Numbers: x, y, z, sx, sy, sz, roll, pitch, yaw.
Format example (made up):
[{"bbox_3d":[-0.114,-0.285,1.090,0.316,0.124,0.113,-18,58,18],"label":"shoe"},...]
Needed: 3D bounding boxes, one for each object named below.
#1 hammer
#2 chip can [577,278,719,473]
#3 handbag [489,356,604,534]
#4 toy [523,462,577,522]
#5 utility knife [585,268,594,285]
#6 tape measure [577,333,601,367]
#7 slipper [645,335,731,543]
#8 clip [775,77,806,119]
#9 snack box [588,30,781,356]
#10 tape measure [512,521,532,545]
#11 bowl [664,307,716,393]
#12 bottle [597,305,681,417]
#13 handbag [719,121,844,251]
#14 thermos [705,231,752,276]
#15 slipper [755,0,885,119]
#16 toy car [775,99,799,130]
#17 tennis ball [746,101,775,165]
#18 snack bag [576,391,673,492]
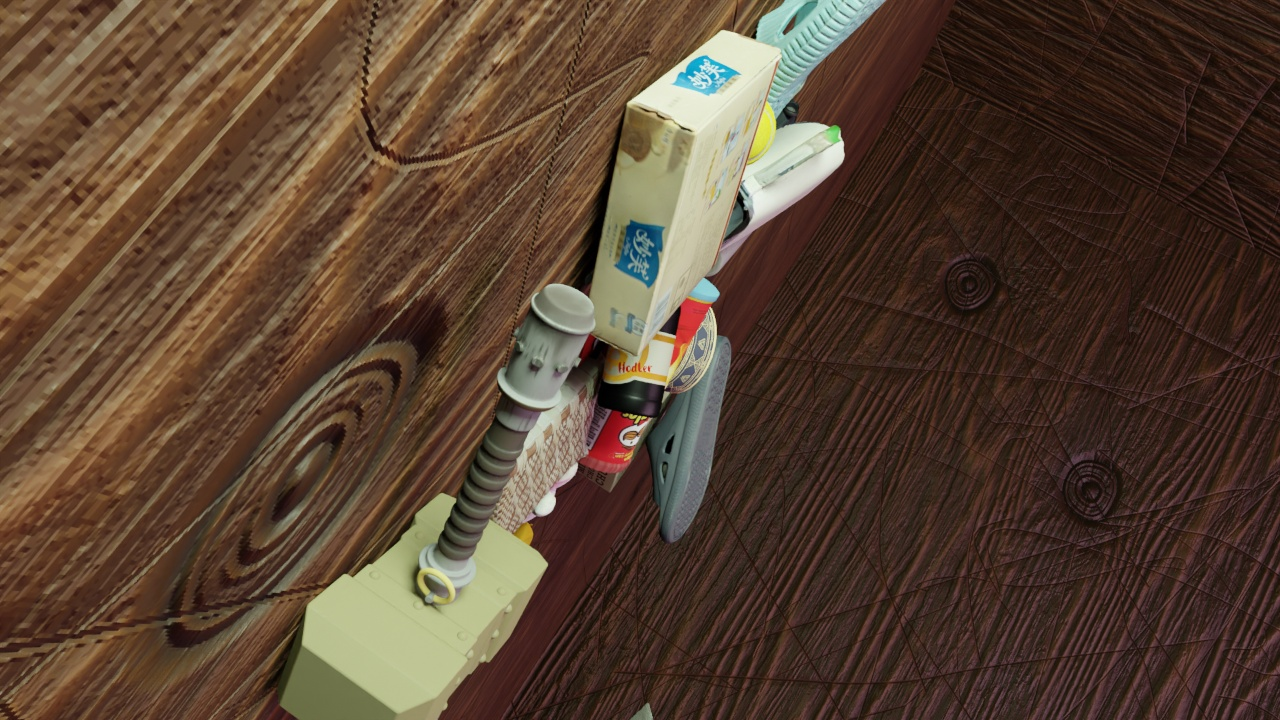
[{"bbox_3d":[-0.107,0.092,0.599,0.326,0.101,0.189,-62,171,28],"label":"hammer"},{"bbox_3d":[-0.006,0.005,0.937,0.214,0.087,0.086,-62,171,19],"label":"chip can"},{"bbox_3d":[-0.097,0.083,0.826,0.185,0.047,0.124,-48,159,-52],"label":"handbag"},{"bbox_3d":[-0.113,0.143,0.949,0.075,0.037,0.126,-47,-173,-39],"label":"toy"},{"bbox_3d":[0.003,-0.118,0.774,0.206,0.015,0.031,-54,168,-44],"label":"utility knife"},{"bbox_3d":[-0.043,-0.027,0.826,0.051,0.019,0.059,-53,170,-34],"label":"tape measure"},{"bbox_3d":[0.046,0.094,1.142,0.110,0.083,0.268,4,100,-72],"label":"slipper"},{"bbox_3d":[0.152,-0.288,0.984,0.075,0.043,0.023,-54,172,-32],"label":"clip"},{"bbox_3d":[0.029,-0.126,0.700,0.152,0.055,0.208,-50,162,-43],"label":"snack box"},{"bbox_3d":[-0.149,0.212,1.040,0.068,0.030,0.059,-51,170,-27],"label":"tape measure"},{"bbox_3d":[0.023,-0.024,1.008,0.061,0.112,0.113,14,115,-36],"label":"bowl"},{"bbox_3d":[0.006,-0.041,0.844,0.059,0.059,0.181,11,91,-81],"label":"bottle"},{"bbox_3d":[0.135,-0.193,0.909,0.151,0.074,0.176,-35,180,-24],"label":"handbag"},{"bbox_3d":[0.118,-0.175,1.112,0.223,0.052,0.052,-49,168,-46],"label":"thermos"},{"bbox_3d":[0.133,-0.278,0.798,0.277,0.069,0.115,-45,-178,44],"label":"slipper"},{"bbox_3d":[0.137,-0.247,1.017,0.111,0.034,0.046,-47,162,-25],"label":"toy car"},{"bbox_3d":[0.081,-0.196,0.772,0.065,0.065,0.065,-56,172,-13],"label":"tennis ball"},{"bbox_3d":[-0.006,0.052,1.155,0.205,0.070,0.095,-53,170,-32],"label":"snack bag"}]
